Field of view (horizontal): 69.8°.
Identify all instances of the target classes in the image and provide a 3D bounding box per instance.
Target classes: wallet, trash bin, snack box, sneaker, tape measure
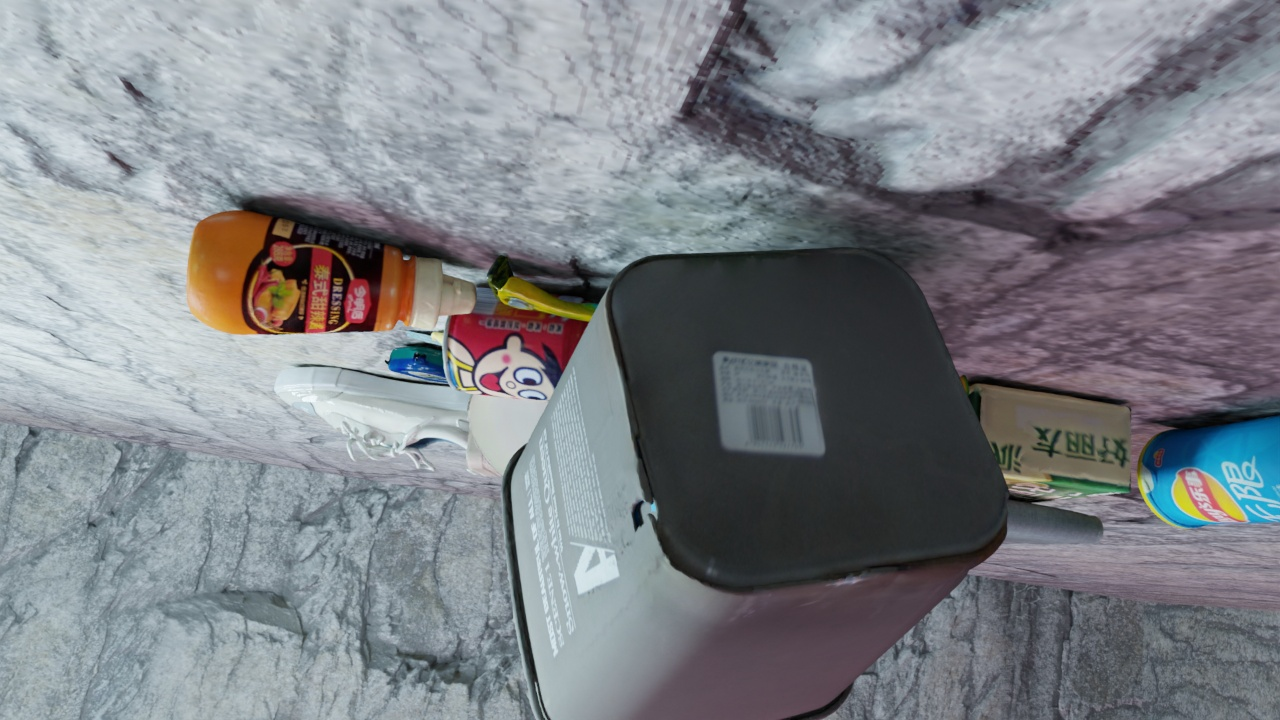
[{"bbox_3d":[0.271,0.129,0.720,0.129,0.037,0.107,9,166,-11],"label":"wallet"},{"bbox_3d":[0.042,0.072,0.458,0.198,0.198,0.220,-5,150,-16],"label":"trash bin"},{"bbox_3d":[0.255,0.074,0.714,0.114,0.063,0.240,8,167,-7],"label":"snack box"},{"bbox_3d":[-0.259,0.065,0.939,0.242,0.090,0.089,8,166,5],"label":"sneaker"},{"bbox_3d":[-0.176,0.002,0.764,0.054,0.025,0.058,17,168,-40],"label":"tape measure"}]

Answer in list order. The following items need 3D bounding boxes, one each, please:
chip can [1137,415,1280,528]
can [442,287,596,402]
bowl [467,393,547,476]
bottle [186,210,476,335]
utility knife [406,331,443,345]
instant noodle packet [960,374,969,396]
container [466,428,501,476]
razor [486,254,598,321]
[{"bbox_3d":[0.409,0.064,0.560,0.071,0.071,0.210,11,166,-10],"label":"chip can"},{"bbox_3d":[-0.065,-0.008,0.561,0.094,0.066,0.066,6,167,10],"label":"can"},{"bbox_3d":[-0.074,0.044,0.742,0.117,0.116,0.066,3,-152,24],"label":"bowl"},{"bbox_3d":[-0.166,-0.042,0.507,0.149,0.066,0.067,5,169,-19],"label":"bottle"},{"bbox_3d":[-0.107,-0.006,0.685,0.183,0.019,0.031,18,163,28],"label":"utility knife"},{"bbox_3d":[0.127,0.015,0.593,0.110,0.044,0.129,16,162,-24],"label":"instant noodle packet"},{"bbox_3d":[-0.089,0.061,0.828,0.111,0.090,0.090,4,166,4],"label":"container"},{"bbox_3d":[-0.018,-0.035,0.516,0.132,0.028,0.043,6,163,2],"label":"razor"}]
